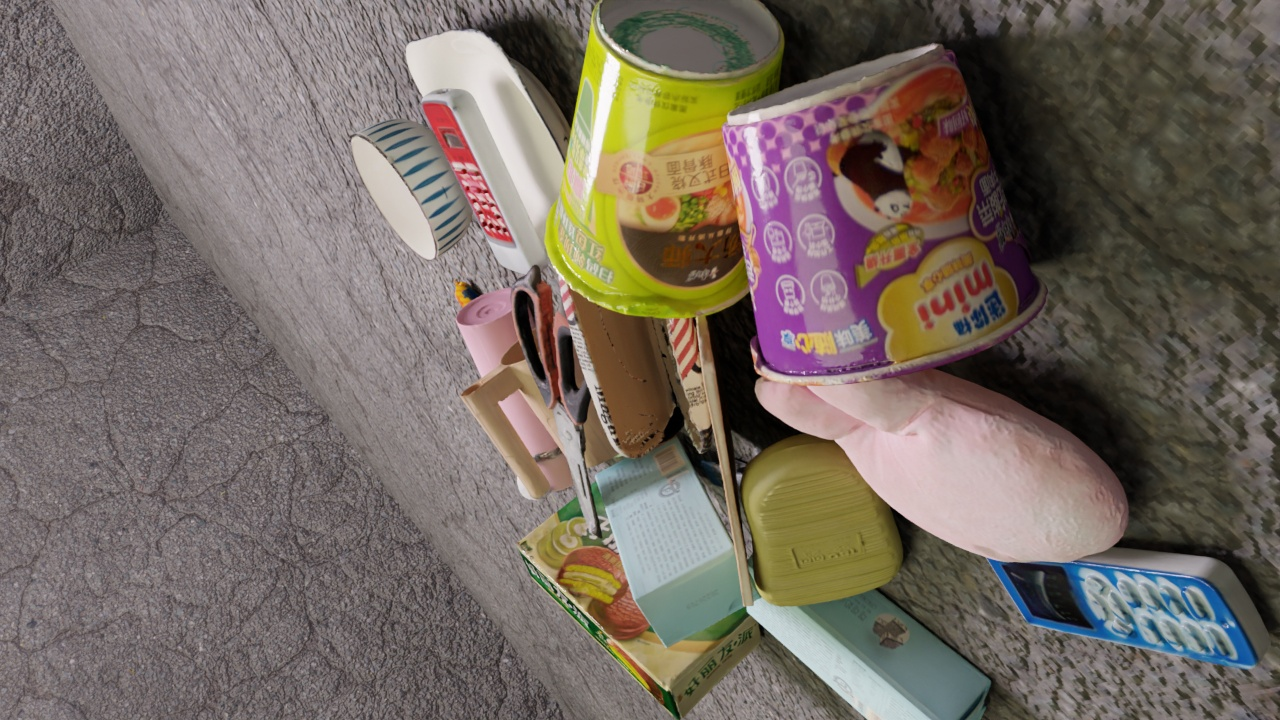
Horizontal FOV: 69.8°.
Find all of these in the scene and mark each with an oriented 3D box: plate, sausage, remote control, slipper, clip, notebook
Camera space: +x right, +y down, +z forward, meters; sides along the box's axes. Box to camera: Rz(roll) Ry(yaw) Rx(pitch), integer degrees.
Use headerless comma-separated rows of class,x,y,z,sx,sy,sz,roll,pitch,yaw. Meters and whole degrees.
plate,-0.087,-0.147,0.620,0.164,0.034,0.164,21,142,52
sausage,-0.137,-0.017,0.921,0.165,0.021,0.021,51,158,4
remote control,-0.105,-0.119,0.625,0.056,0.020,0.136,21,142,50
remote control,0.214,0.105,0.417,0.049,0.024,0.125,57,156,-9
slipper,0.104,0.083,0.546,0.191,0.092,0.081,68,-165,-53
clip,0.070,0.083,0.674,0.058,0.038,0.026,13,134,59
notebook,0.046,0.026,0.535,0.147,0.008,0.208,-92,-9,-47

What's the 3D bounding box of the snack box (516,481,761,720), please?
snack box,-0.006,0.225,0.898,0.240,0.114,0.063,33,149,41

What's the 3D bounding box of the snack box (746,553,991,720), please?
snack box,0.150,0.195,0.635,0.175,0.051,0.074,37,151,33

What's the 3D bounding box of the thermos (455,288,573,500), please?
thermos,-0.111,0.038,0.855,0.067,0.087,0.199,3,125,32

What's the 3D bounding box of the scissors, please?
scissors,-0.043,0.043,0.655,0.208,0.015,0.186,58,145,3

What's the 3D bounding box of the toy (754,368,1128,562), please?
toy,0.131,0.039,0.408,0.159,0.054,0.121,32,159,-7

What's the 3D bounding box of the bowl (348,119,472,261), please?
bowl,-0.177,-0.147,0.752,0.116,0.066,0.117,43,157,24

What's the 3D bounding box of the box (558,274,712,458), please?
box,-0.007,-0.009,0.589,0.076,0.087,0.163,-103,-4,-62

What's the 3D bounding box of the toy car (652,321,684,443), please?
toy car,-0.004,0.004,0.653,0.037,0.056,0.122,4,127,53

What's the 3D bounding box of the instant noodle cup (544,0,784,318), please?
instant noodle cup,0.013,-0.099,0.416,0.111,0.111,0.124,42,148,25

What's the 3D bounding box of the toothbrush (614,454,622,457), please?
toothbrush,-0.028,0.087,0.866,0.016,0.018,0.192,59,157,-11

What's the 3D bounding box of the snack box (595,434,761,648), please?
snack box,0.022,0.124,0.672,0.051,0.074,0.174,60,-179,-25

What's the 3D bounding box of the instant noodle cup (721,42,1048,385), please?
instant noodle cup,0.083,-0.056,0.341,0.112,0.111,0.099,12,126,58

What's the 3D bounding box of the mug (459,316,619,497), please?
mug,-0.063,0.033,0.721,0.103,0.124,0.084,59,156,-17
